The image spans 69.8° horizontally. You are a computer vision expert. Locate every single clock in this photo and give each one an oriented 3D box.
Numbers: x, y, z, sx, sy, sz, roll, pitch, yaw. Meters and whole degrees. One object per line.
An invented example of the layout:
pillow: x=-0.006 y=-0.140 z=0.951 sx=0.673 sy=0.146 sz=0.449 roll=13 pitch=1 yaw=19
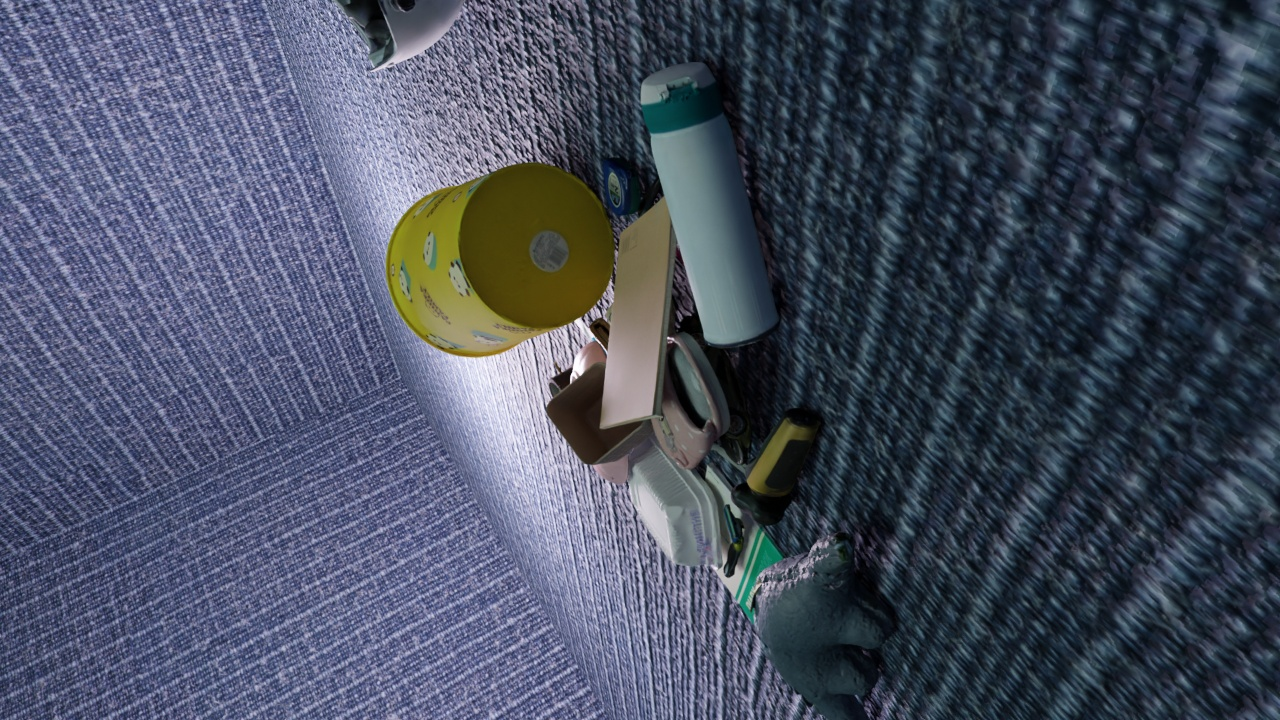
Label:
clock: x=-0.090 y=0.058 z=1.362 sx=0.122 sy=0.055 sz=0.082 roll=55 pitch=159 yaw=19

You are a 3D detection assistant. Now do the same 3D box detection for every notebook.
notebook: x=0.118 y=0.230 z=1.116 sx=0.150 sy=0.012 sz=0.209 roll=52 pitch=157 yaw=28
notebook: x=-0.003 y=-0.044 z=0.889 sx=0.150 sy=0.012 sz=0.211 roll=159 pitch=119 yaw=-67

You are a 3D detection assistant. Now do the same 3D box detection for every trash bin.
trash bin: x=-0.165 y=-0.122 z=1.102 sx=0.256 sy=0.229 sz=0.229 roll=-4 pitch=111 yaw=63

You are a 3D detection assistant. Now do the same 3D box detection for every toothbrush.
toothbrush: x=0.020 y=-0.168 z=0.855 sx=0.181 sy=0.018 sz=0.015 roll=138 pitch=119 yaw=-72

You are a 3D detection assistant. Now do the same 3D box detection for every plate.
plate: x=-0.059 y=0.071 z=1.205 sx=0.192 sy=0.039 sz=0.192 roll=168 pitch=91 yaw=-77

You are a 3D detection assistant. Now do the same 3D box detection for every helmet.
helmet: x=-0.270 y=-0.467 z=1.023 sx=0.229 sy=0.145 sz=0.259 roll=53 pitch=150 yaw=24

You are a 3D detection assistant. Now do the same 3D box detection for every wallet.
wallet: x=-0.006 y=0.006 z=1.051 sx=0.115 sy=0.033 sz=0.090 roll=49 pitch=179 yaw=-35

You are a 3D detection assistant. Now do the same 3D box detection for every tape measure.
tape measure: x=-0.017 y=-0.174 z=0.920 sx=0.058 sy=0.025 sz=0.055 roll=-131 pitch=32 yaw=-53

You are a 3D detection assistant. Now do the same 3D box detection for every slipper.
slipper: x=0.034 y=0.052 z=0.911 sx=0.114 sy=0.054 sz=0.275 roll=64 pitch=169 yaw=14

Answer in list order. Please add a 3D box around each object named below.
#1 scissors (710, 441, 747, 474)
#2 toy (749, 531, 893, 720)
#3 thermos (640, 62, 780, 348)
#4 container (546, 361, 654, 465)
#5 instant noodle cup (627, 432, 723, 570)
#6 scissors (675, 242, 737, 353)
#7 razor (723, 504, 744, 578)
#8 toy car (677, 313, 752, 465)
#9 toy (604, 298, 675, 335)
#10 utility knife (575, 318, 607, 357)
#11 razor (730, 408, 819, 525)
scissors: x=0.075 y=0.086 z=1.039 sx=0.142 sy=0.014 sz=0.173 roll=62 pitch=161 yaw=2
toy: x=0.174 y=0.263 z=0.900 sx=0.138 sy=0.091 sz=0.357 roll=30 pitch=146 yaw=38
thermos: x=0.056 y=-0.125 z=0.744 sx=0.073 sy=0.073 sz=0.224 roll=27 pitch=139 yaw=60
container: x=-0.037 y=0.065 z=1.055 sx=0.090 sy=0.090 sz=0.111 roll=52 pitch=-173 yaw=14
instant noodle cup: x=0.036 y=0.179 z=1.158 sx=0.173 sy=0.060 sz=0.138 roll=47 pitch=152 yaw=50
scissors: x=0.063 y=-0.065 z=0.879 sx=0.064 sy=0.017 sz=0.135 roll=16 pitch=133 yaw=65
razor: x=0.110 y=0.220 z=1.074 sx=0.143 sy=0.022 sz=0.042 roll=87 pitch=173 yaw=-52
toy car: x=0.076 y=0.029 z=0.914 sx=0.070 sy=0.042 sz=0.158 roll=144 pitch=104 yaw=-79
toy: x=0.005 y=-0.046 z=0.959 sx=0.157 sy=0.066 sz=0.105 roll=-152 pitch=49 yaw=-75
utility knife: x=-0.041 y=-0.005 z=1.217 sx=0.202 sy=0.018 sz=0.034 roll=48 pitch=156 yaw=41
razor: x=0.130 y=0.099 z=0.859 sx=0.168 sy=0.062 sz=0.067 roll=103 pitch=168 yaw=-54
